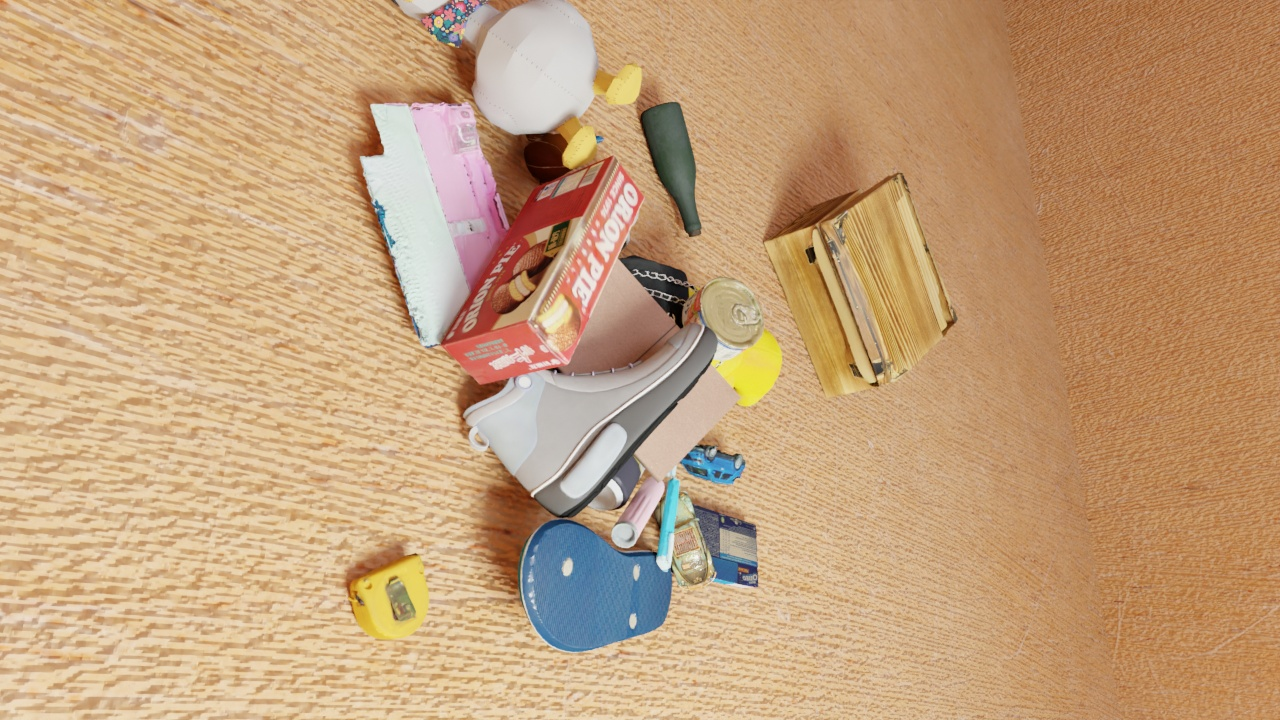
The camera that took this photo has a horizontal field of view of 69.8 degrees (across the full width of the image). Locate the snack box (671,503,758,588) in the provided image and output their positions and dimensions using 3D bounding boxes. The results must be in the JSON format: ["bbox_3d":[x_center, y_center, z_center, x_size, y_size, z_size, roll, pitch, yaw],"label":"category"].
[{"bbox_3d":[0.091,0.227,1.112,0.150,0.027,0.082,26,59,-44],"label":"snack box"}]

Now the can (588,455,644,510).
[{"bbox_3d":[-0.022,0.098,0.980,0.064,0.064,0.127,56,40,-22],"label":"can"}]

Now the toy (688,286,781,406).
[{"bbox_3d":[0.107,-0.010,1.169,0.193,0.088,0.134,25,62,-47],"label":"toy"}]

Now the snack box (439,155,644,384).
[{"bbox_3d":[-0.087,-0.088,0.869,0.060,0.113,0.235,51,43,-31],"label":"snack box"}]

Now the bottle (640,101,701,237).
[{"bbox_3d":[0.049,-0.248,1.208,0.055,0.055,0.174,-19,94,-53],"label":"bottle"}]

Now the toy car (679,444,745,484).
[{"bbox_3d":[0.084,0.124,1.116,0.120,0.056,0.043,24,81,-52],"label":"toy car"}]

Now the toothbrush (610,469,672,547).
[{"bbox_3d":[0.009,0.146,0.989,0.222,0.027,0.026,-41,122,-72],"label":"toothbrush"}]

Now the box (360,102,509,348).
[{"bbox_3d":[-0.190,-0.130,0.871,0.159,0.035,0.230,-22,96,-54],"label":"box"}]

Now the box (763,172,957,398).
[{"bbox_3d":[0.352,-0.118,1.460,0.246,0.176,0.279,-38,109,-49],"label":"box"}]

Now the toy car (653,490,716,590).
[{"bbox_3d":[0.049,0.199,1.026,0.047,0.047,0.112,81,-11,-73],"label":"toy car"}]

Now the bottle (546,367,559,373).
[{"bbox_3d":[-0.089,0.013,0.958,0.105,0.025,0.025,-9,84,-53],"label":"bottle"}]

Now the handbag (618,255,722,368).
[{"bbox_3d":[0.015,-0.043,1.039,0.125,0.115,0.153,19,66,-47],"label":"handbag"}]

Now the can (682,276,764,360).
[{"bbox_3d":[0.092,-0.046,1.020,0.086,0.043,0.086,14,62,-28],"label":"can"}]

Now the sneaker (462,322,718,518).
[{"bbox_3d":[-0.047,0.020,0.900,0.160,0.093,0.256,40,62,3],"label":"sneaker"}]

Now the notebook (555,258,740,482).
[{"bbox_3d":[-0.006,0.006,0.971,0.209,0.008,0.141,48,61,-2],"label":"notebook"}]

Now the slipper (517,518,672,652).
[{"bbox_3d":[-0.050,0.226,0.907,0.294,0.060,0.118,30,59,-59],"label":"slipper"}]

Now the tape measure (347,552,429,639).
[{"bbox_3d":[-0.201,0.196,0.743,0.068,0.030,0.059,-18,90,-53],"label":"tape measure"}]

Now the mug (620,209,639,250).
[{"bbox_3d":[-0.043,-0.169,1.047,0.113,0.071,0.084,41,48,-34],"label":"mug"}]

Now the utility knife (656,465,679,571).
[{"bbox_3d":[0.037,0.151,1.020,0.022,0.015,0.168,49,41,-44],"label":"utility knife"}]

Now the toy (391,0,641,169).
[{"bbox_3d":[-0.131,-0.315,0.928,0.267,0.141,0.246,38,9,5],"label":"toy"}]

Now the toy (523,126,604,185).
[{"bbox_3d":[-0.075,-0.227,0.999,0.090,0.103,0.071,-33,123,-29],"label":"toy"}]
